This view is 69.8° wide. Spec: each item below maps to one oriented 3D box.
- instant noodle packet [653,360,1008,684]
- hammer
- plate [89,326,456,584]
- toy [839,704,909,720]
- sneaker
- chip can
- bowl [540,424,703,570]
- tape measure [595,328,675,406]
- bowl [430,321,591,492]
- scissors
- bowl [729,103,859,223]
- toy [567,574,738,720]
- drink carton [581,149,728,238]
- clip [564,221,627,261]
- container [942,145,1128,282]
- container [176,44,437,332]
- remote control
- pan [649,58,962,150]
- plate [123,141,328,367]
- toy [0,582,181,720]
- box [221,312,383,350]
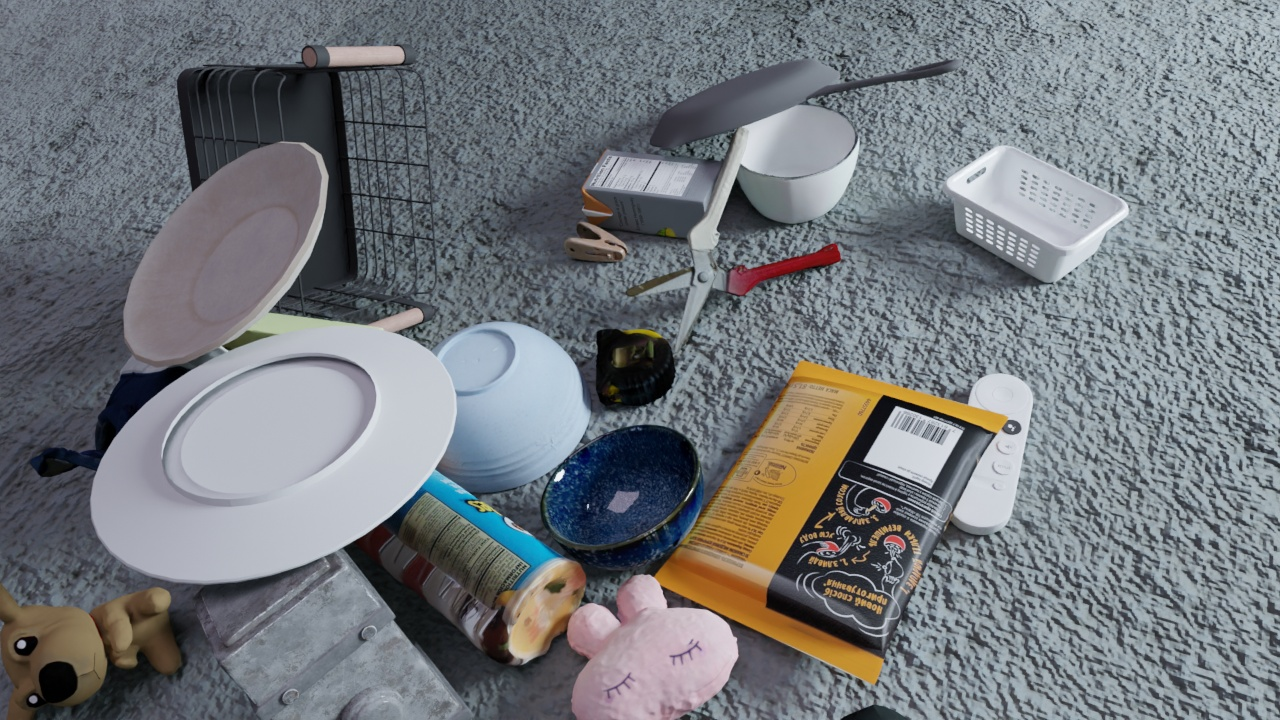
[{"bbox_3d":[0.131,0.094,0.630,0.160,0.032,0.220,17,55,33],"label":"instant noodle packet"},{"bbox_3d":[-0.231,0.152,0.611,0.079,0.177,0.327,-38,33,-21],"label":"hammer"},{"bbox_3d":[-0.212,0.040,0.534,0.208,0.015,0.208,-4,40,3],"label":"plate"},{"bbox_3d":[0.115,0.240,0.470,0.119,0.099,0.097,-44,6,4],"label":"toy"},{"bbox_3d":[-0.348,0.057,0.692,0.295,0.120,0.127,-3,55,44],"label":"sneaker"},{"bbox_3d":[-0.146,0.122,0.644,0.230,0.080,0.079,26,59,32],"label":"chip can"},{"bbox_3d":[-0.005,0.103,0.631,0.114,0.061,0.114,-18,34,12],"label":"bowl"},{"bbox_3d":[-0.004,0.004,0.741,0.063,0.038,0.067,-5,47,8],"label":"tape measure"},{"bbox_3d":[-0.120,0.022,0.726,0.151,0.075,0.150,-6,48,7],"label":"bowl"},{"bbox_3d":[0.076,-0.105,0.778,0.198,0.179,0.015,-10,5,-15],"label":"scissors"},{"bbox_3d":[0.143,-0.178,0.851,0.116,0.066,0.116,-7,48,7],"label":"bowl"},{"bbox_3d":[0.000,0.182,0.576,0.108,0.053,0.105,-31,35,-13],"label":"toy"},{"bbox_3d":[0.014,-0.158,0.874,0.125,0.048,0.076,10,52,21],"label":"drink carton"},{"bbox_3d":[-0.039,-0.113,0.865,0.061,0.024,0.041,10,53,8],"label":"clip"},{"bbox_3d":[0.325,-0.120,0.768,0.080,0.050,0.129,-33,50,-17],"label":"container"},{"bbox_3d":[-0.271,-0.144,0.788,0.130,0.242,0.162,11,23,27],"label":"container"},{"bbox_3d":[0.247,0.063,0.647,0.043,0.013,0.136,12,53,22],"label":"remote control"},{"bbox_3d":[0.135,-0.251,0.846,0.216,0.024,0.355,-35,25,-30],"label":"pan"},{"bbox_3d":[-0.288,-0.073,0.651,0.189,0.027,0.188,-16,54,23],"label":"plate"},{"bbox_3d":[-0.381,0.193,0.630,0.108,0.134,0.106,-12,17,-34],"label":"toy"},{"bbox_3d":[-0.267,-0.005,0.711,0.188,0.130,0.064,6,60,34],"label":"box"}]
